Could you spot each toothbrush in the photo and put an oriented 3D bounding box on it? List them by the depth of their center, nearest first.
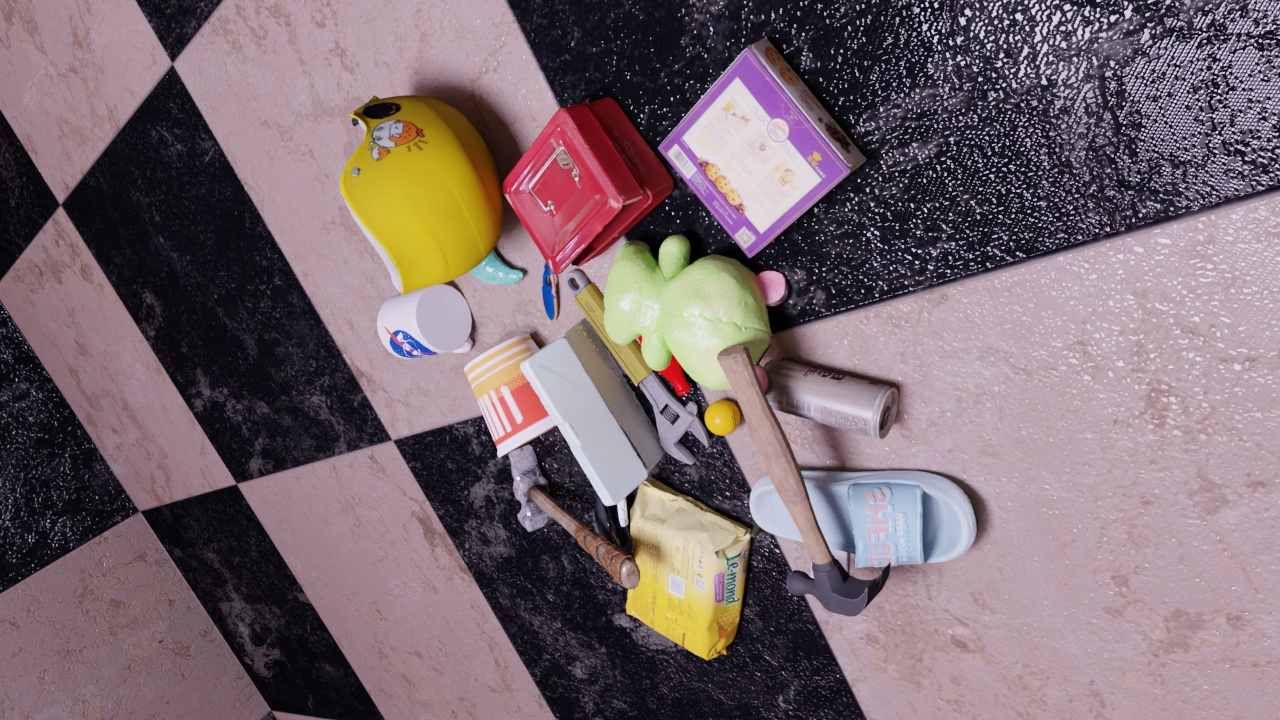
[{"bbox_3d":[-0.110,-0.104,1.111,0.021,0.017,0.135,25,130,29],"label":"toothbrush"}]

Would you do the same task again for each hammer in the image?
[{"bbox_3d":[0.152,0.123,0.917,0.132,0.040,0.305,-1,119,54],"label":"hammer"},{"bbox_3d":[-0.090,0.213,1.200,0.319,0.048,0.121,25,130,56],"label":"hammer"}]

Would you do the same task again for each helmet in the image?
[{"bbox_3d":[-0.224,-0.201,1.033,0.140,0.239,0.209,-8,143,7],"label":"helmet"}]

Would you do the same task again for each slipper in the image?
[{"bbox_3d":[0.225,0.171,0.963,0.246,0.074,0.104,1,119,31],"label":"slipper"}]

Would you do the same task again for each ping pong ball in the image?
[{"bbox_3d":[0.093,0.065,1.037,0.040,0.040,0.040,20,128,28],"label":"ping pong ball"}]

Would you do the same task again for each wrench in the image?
[{"bbox_3d":[-0.007,0.007,1.096,0.273,0.018,0.084,53,136,-1],"label":"wrench"}]

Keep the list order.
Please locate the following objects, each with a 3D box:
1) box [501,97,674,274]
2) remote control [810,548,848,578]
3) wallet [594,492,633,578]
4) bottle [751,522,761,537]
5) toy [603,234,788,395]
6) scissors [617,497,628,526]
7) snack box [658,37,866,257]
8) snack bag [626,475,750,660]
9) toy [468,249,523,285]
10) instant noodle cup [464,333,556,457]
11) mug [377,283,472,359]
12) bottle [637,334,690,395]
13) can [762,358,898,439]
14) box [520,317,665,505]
[{"bbox_3d":[-0.060,-0.184,0.975,0.129,0.092,0.158,55,140,0],"label":"box"},{"bbox_3d":[0.216,0.201,1.048,0.045,0.008,0.147,14,124,32],"label":"remote control"},{"bbox_3d":[-0.039,0.224,1.208,0.089,0.026,0.114,100,158,-52],"label":"wallet"},{"bbox_3d":[0.148,0.172,1.072,0.025,0.025,0.106,33,133,19],"label":"bottle"},{"bbox_3d":[0.046,-0.052,0.946,0.197,0.107,0.150,15,94,32],"label":"toy"},{"bbox_3d":[-0.024,0.150,1.146,0.011,0.128,0.125,-6,156,4],"label":"scissors"},{"bbox_3d":[0.109,-0.194,0.857,0.143,0.040,0.148,51,136,1],"label":"snack box"},{"bbox_3d":[0.053,0.278,1.187,0.160,0.068,0.248,21,129,26],"label":"snack bag"},{"bbox_3d":[-0.192,-0.140,1.146,0.085,0.033,0.105,-9,109,32],"label":"toy"},{"bbox_3d":[-0.155,0.040,1.176,0.124,0.123,0.121,-31,87,46],"label":"instant noodle cup"},{"bbox_3d":[-0.282,-0.044,1.249,0.090,0.090,0.121,-8,146,42],"label":"mug"},{"bbox_3d":[0.022,-0.014,1.047,0.036,0.036,0.119,-20,103,45],"label":"bottle"},{"bbox_3d":[0.188,0.037,0.933,0.136,0.054,0.054,15,125,32],"label":"can"},{"bbox_3d":[-0.047,0.056,1.077,0.041,0.134,0.197,-20,103,46],"label":"box"}]
